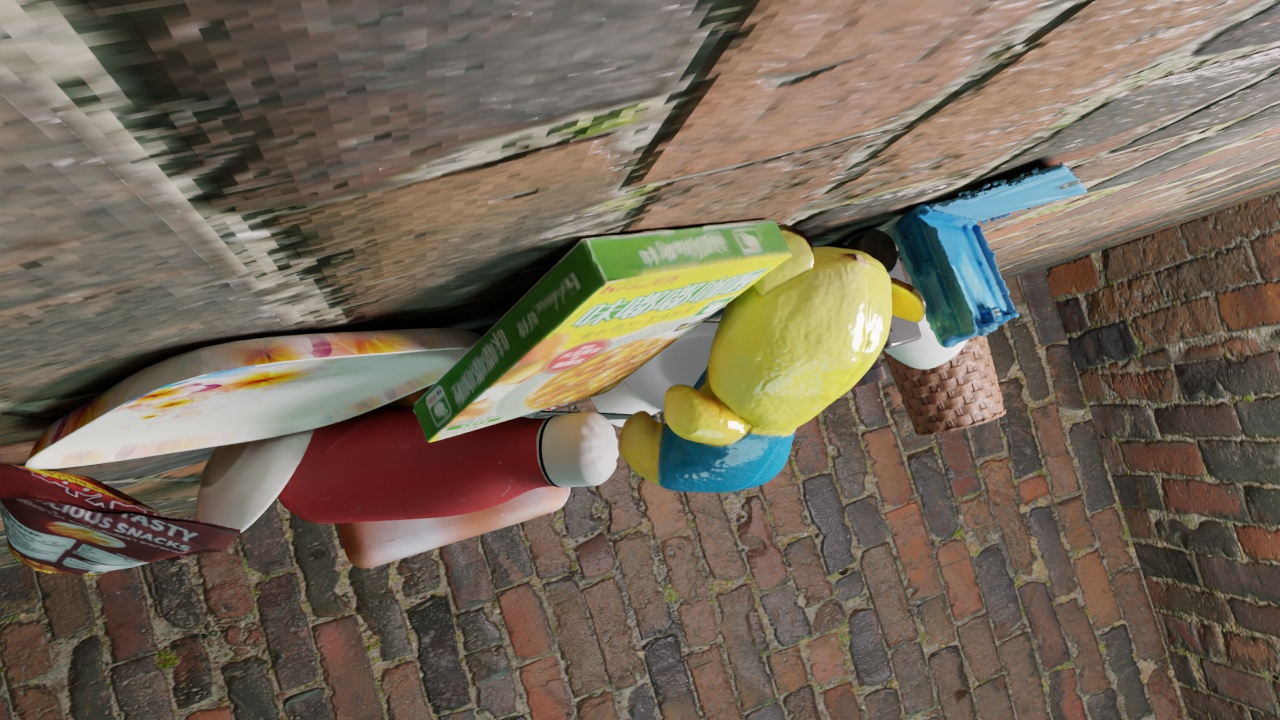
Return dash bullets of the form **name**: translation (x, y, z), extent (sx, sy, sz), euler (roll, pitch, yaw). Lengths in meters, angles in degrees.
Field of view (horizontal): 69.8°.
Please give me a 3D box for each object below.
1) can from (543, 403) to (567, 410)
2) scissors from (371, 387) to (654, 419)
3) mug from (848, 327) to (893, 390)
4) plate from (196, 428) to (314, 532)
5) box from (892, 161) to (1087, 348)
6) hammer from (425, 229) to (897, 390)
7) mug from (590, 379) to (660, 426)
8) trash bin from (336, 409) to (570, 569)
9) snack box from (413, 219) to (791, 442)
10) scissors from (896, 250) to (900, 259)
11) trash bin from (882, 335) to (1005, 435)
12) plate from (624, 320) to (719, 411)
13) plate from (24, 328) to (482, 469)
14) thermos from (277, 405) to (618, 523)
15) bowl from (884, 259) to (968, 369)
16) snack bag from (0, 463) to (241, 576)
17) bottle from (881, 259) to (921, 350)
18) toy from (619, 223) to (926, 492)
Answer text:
- **can**: translation (-0.102, 0.020, 0.710), extent (0.097, 0.054, 0.054), euler (-18, 177, 22)
- **scissors**: translation (-0.103, 0.045, 0.662), extent (0.225, 0.016, 0.229), euler (2, 158, 0)
- **mug**: translation (0.184, -0.029, 0.832), extent (0.115, 0.107, 0.080), euler (-16, 177, -9)
- **plate**: translation (-0.253, 0.064, 0.586), extent (0.104, 0.026, 0.104), euler (-30, -144, 24)
- **box**: translation (0.267, -0.075, 0.646), extent (0.112, 0.094, 0.231), euler (-21, 175, 28)
- **hammer**: translation (0.007, -0.029, 0.612), extent (0.313, 0.035, 0.138), euler (-14, 176, -24)
- **mug**: translation (-0.005, 0.005, 0.871), extent (0.088, 0.080, 0.114), euler (-24, 143, 30)
- **trash bin**: translation (-0.218, 0.127, 1.053), extent (0.259, 0.157, 0.181), euler (-16, 177, -4)
- **snack box**: translation (-0.022, -0.014, 0.468), extent (0.131, 0.027, 0.168), euler (-14, 163, -44)
- **scissors**: translation (0.174, -0.065, 0.741), extent (0.141, 0.014, 0.147), euler (-32, -177, -10)
- **trash bin**: translation (0.394, -0.016, 1.228), extent (0.151, 0.210, 0.151), euler (-16, 178, -1)
- **plate**: translation (0.072, 0.012, 0.794), extent (0.178, 0.012, 0.179), euler (9, 150, 5)
- **plate**: translation (-0.185, 0.016, 0.459), extent (0.187, 0.016, 0.186), euler (-20, 172, 35)
- **thermos**: translation (-0.124, 0.063, 0.580), extent (0.240, 0.073, 0.073), euler (-7, -179, 27)
- **bowl**: translation (0.280, -0.055, 0.941), extent (0.065, 0.116, 0.117), euler (20, 157, -29)
- **snack bag**: translation (-0.338, 0.102, 0.558), extent (0.139, 0.066, 0.208), euler (27, 156, -27)
- **bottle**: translation (0.201, -0.042, 0.938), extent (0.046, 0.083, 0.174), euler (-15, 178, -28)
- **toy**: translation (0.082, 0.011, 0.575), extent (0.148, 0.084, 0.215), euler (-13, 150, -41)
